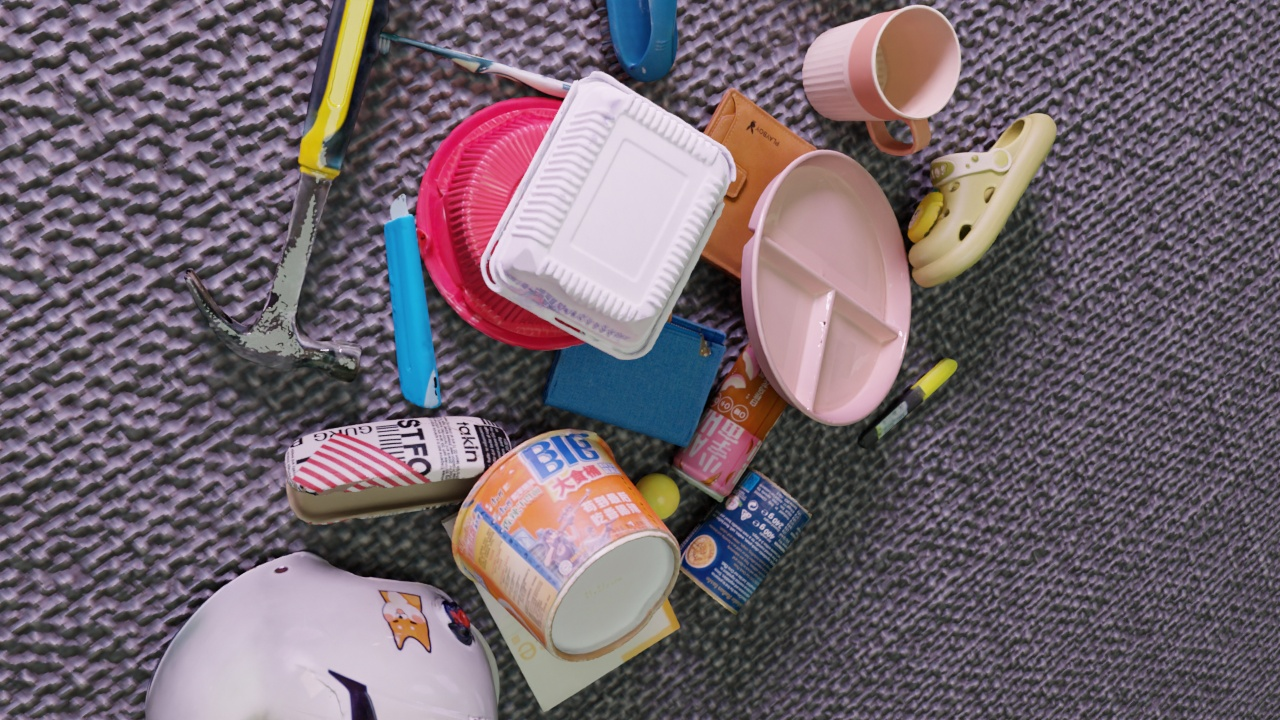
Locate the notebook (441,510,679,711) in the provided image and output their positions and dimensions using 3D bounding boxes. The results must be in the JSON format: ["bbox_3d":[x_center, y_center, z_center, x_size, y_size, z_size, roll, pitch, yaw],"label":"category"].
[{"bbox_3d":[-0.062,0.187,0.790,0.145,0.010,0.206,-27,110,-15],"label":"notebook"}]

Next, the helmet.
[{"bbox_3d":[-0.216,0.279,0.668,0.274,0.157,0.230,38,87,-25],"label":"helmet"}]

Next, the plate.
[{"bbox_3d":[0.158,-0.060,0.771,0.229,0.028,0.229,1,88,-43],"label":"plate"}]

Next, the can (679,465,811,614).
[{"bbox_3d":[0.089,0.156,0.809,0.075,0.075,0.111,42,84,-24],"label":"can"}]

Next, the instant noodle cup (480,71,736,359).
[{"bbox_3d":[-0.013,-0.099,0.627,0.138,0.060,0.173,28,86,-15],"label":"instant noodle cup"}]

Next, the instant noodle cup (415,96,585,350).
[{"bbox_3d":[-0.065,-0.104,0.677,0.193,0.066,0.194,-1,92,-16],"label":"instant noodle cup"}]

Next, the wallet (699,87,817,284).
[{"bbox_3d":[0.080,-0.143,0.765,0.107,0.031,0.132,29,89,-26],"label":"wallet"}]

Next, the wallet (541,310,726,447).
[{"bbox_3d":[-0.004,0.004,0.756,0.133,0.040,0.106,18,95,-17],"label":"wallet"}]

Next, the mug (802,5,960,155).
[{"bbox_3d":[0.198,-0.224,0.751,0.081,0.106,0.114,-31,111,-13],"label":"mug"}]

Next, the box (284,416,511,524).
[{"bbox_3d":[-0.182,0.086,0.695,0.162,0.076,0.088,-8,133,-23],"label":"box"}]

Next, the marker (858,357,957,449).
[{"bbox_3d":[0.257,0.041,0.886,0.124,0.015,0.018,-41,112,-6],"label":"marker"}]

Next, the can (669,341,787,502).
[{"bbox_3d":[0.087,0.047,0.793,0.058,0.058,0.147,34,88,-25],"label":"can"}]

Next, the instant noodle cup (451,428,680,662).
[{"bbox_3d":[-0.049,0.143,0.689,0.151,0.111,0.152,-24,134,-28],"label":"instant noodle cup"}]

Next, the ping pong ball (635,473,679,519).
[{"bbox_3d":[0.014,0.117,0.788,0.040,0.040,0.040,-5,103,-21],"label":"ping pong ball"}]

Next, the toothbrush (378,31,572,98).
[{"bbox_3d":[-0.117,-0.214,0.676,0.191,0.016,0.018,10,108,-23],"label":"toothbrush"}]

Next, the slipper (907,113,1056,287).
[{"bbox_3d":[0.293,-0.154,0.827,0.081,0.092,0.190,37,85,0],"label":"slipper"}]

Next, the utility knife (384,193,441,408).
[{"bbox_3d":[-0.172,-0.043,0.684,0.018,0.034,0.160,-23,112,-55],"label":"utility knife"}]

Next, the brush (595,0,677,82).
[{"bbox_3d":[0.000,-0.280,0.676,0.055,0.073,0.144,-14,106,-24],"label":"brush"}]

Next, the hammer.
[{"bbox_3d":[-0.219,-0.149,0.629,0.126,0.032,0.323,14,100,-24],"label":"hammer"}]
